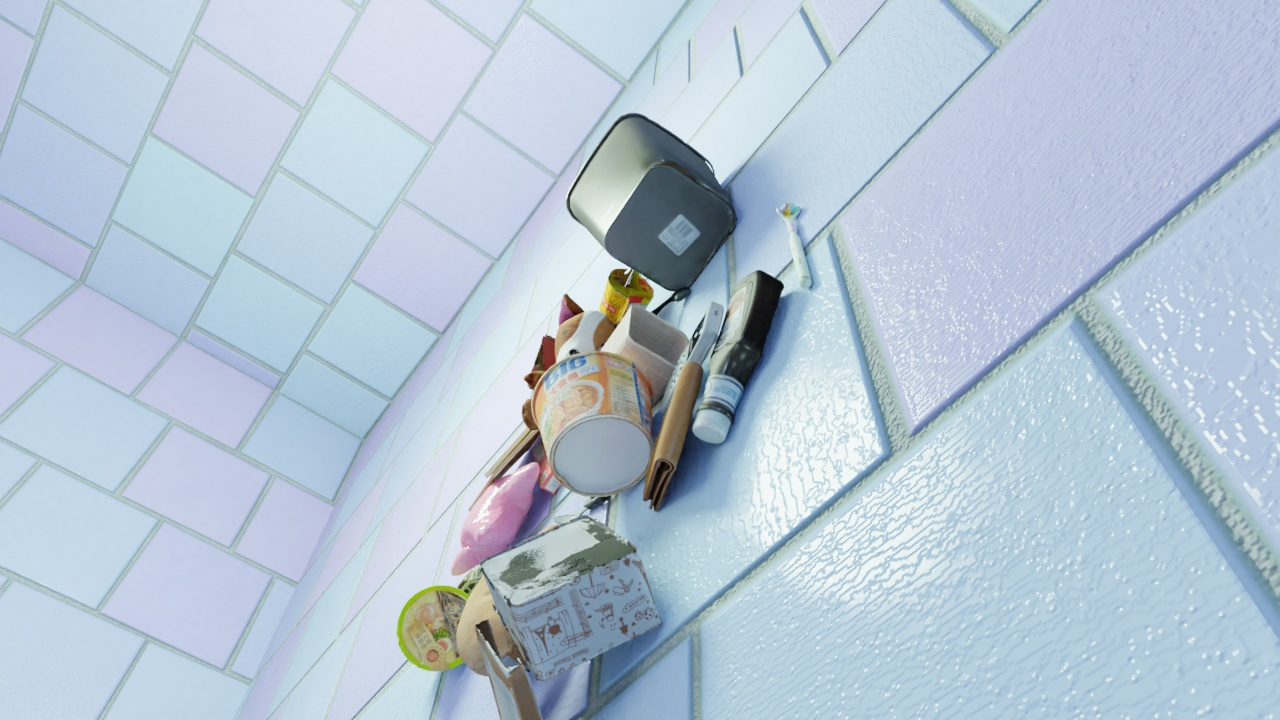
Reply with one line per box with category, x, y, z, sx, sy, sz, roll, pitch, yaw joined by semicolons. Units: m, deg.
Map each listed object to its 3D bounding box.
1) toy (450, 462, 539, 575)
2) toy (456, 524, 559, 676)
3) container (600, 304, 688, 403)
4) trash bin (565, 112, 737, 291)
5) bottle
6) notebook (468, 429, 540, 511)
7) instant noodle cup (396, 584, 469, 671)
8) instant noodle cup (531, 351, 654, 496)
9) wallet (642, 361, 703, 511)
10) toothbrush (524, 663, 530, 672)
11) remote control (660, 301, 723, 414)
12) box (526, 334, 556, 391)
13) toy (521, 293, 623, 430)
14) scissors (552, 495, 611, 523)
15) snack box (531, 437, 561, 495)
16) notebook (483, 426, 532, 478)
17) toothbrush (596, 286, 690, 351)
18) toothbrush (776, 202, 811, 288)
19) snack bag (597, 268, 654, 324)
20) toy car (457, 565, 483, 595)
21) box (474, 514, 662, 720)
toy;-0.207;0.227;1.326;0.179;0.074;0.194;-52;4;46
toy;-0.148;0.271;1.080;0.144;0.082;0.225;-31;22;17
container;-0.007;0.007;1.172;0.111;0.090;0.090;-50;18;29
trash bin;0.022;-0.224;1.351;0.199;0.198;0.219;-54;25;15
bottle;0.100;-0.003;0.974;0.080;0.044;0.194;-43;22;59
notebook;-0.201;0.156;1.424;0.149;0.012;0.212;-48;0;-29
instant noodle cup;-0.287;0.371;1.277;0.111;0.111;0.124;-64;11;-22
instant noodle cup;-0.050;0.081;1.078;0.152;0.151;0.111;-50;27;21
wallet;0.033;0.082;0.978;0.108;0.031;0.131;106;-177;-51
toothbrush;-0.146;0.326;1.110;0.018;0.015;0.181;-51;18;-3
remote control;0.057;0.000;1.051;0.058;0.021;0.150;-73;6;-48
box;-0.136;0.017;1.416;0.168;0.077;0.091;102;-174;-82
toy;-0.088;0.016;1.272;0.130;0.140;0.199;30;-98;-82
scissors;-0.083;0.203;1.159;0.163;0.014;0.165;-52;17;17
snack box;-0.126;0.137;1.366;0.075;0.025;0.153;-55;17;5
notebook;-0.190;0.126;1.461;0.146;0.010;0.206;-49;1;-5
toothbrush;0.002;-0.051;1.251;0.188;0.014;0.017;-37;35;-25
toothbrush;0.175;-0.131;1.035;0.189;0.029;0.020;-87;-8;-56
snack bag;-0.050;-0.033;1.376;0.128;0.073;0.208;-85;18;-56
toy car;-0.234;0.320;1.325;0.091;0.035;0.042;-47;22;20
box;-0.065;0.274;0.887;0.157;0.205;0.181;-17;5;-20
